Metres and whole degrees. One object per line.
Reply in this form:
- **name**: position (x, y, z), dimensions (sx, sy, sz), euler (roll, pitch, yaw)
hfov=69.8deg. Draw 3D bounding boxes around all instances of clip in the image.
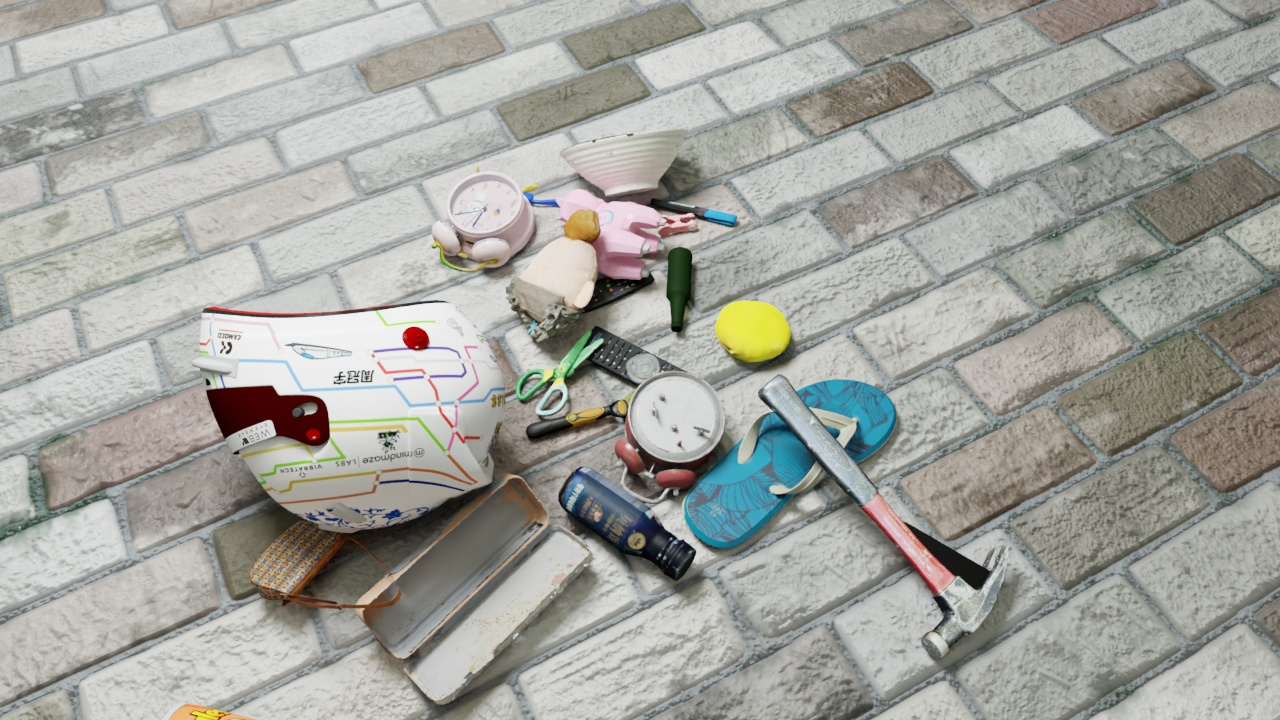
- **clip**: position (0.050, -0.181, 1.248), dimensions (0.059, 0.023, 0.039), euler (-13, 54, -11)

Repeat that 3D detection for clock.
- **clock**: position (-0.210, -0.180, 1.218), dimensions (0.117, 0.059, 0.157), euler (20, 66, 14)
- **clock**: position (0.031, 0.085, 1.035), dimensions (0.110, 0.062, 0.156), euler (25, 66, 5)

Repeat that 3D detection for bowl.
- **bowl**: position (-0.017, -0.265, 1.256), dimensions (0.177, 0.177, 0.071), euler (-11, 97, -7)

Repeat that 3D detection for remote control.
- **remote control**: position (-0.007, 0.007, 1.120), dimensions (0.140, 0.021, 0.045), euler (27, 69, 16)
- **remote control**: position (-0.043, -0.091, 1.192), dimensions (0.124, 0.010, 0.039), euler (-22, 59, -14)

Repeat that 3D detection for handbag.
- **handbag**: position (-0.307, 0.219, 0.931), dimensions (0.196, 0.043, 0.093), euler (7, 43, 34)

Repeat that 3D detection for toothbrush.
- **toothbrush**: position (-0.088, -0.215, 1.275), dimensions (0.187, 0.017, 0.011), euler (9, 54, 4)

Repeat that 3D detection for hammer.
- **hammer**: position (0.249, 0.142, 0.971), dimensions (0.140, 0.036, 0.326), euler (-37, 80, -23)

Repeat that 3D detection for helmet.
- **helmet**: position (-0.299, 0.059, 0.960), dimensions (0.314, 0.231, 0.236), euler (-2, 87, -4)

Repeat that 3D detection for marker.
- **marker**: position (0.073, -0.206, 1.268), dimensions (0.123, 0.015, 0.018), euler (14, 22, 11)

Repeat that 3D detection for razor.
- **razor**: position (-0.064, 0.068, 1.081), dimensions (0.144, 0.021, 0.044), euler (-14, 57, -7)

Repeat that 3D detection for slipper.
- **slipper**: position (0.170, 0.099, 1.037), dimensions (0.294, 0.060, 0.118), euler (-34, 59, -21)

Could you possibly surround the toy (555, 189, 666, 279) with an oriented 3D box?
- **toy**: position (-0.047, -0.171, 1.207), dimensions (0.157, 0.067, 0.123), euler (18, 48, 16)

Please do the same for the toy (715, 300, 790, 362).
- **toy**: position (0.139, -0.038, 1.140), dimensions (0.095, 0.041, 0.094), euler (37, 58, 22)

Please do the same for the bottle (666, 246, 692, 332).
- **bottle**: position (0.049, -0.090, 1.179), dimensions (0.033, 0.033, 0.122), euler (3, 57, 2)

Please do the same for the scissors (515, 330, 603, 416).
- **scissors**: position (-0.086, 0.017, 1.104), dimensions (0.132, 0.013, 0.078), euler (-38, 59, -9)

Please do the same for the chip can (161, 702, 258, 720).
- **chip can**: position (-0.339, 0.372, 0.850), dimensions (0.210, 0.062, 0.062), euler (10, 57, 7)

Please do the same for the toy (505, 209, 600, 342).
- **toy**: position (-0.096, -0.106, 1.138), dimensions (0.133, 0.076, 0.176), euler (29, 93, 40)

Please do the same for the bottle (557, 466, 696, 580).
- **bottle**: position (-0.015, 0.175, 0.986), dimensions (0.161, 0.056, 0.056), euler (32, 62, 19)

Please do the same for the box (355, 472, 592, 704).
- **box**: position (-0.166, 0.226, 0.935), dimensions (0.216, 0.094, 0.121), euler (-42, 107, -25)
